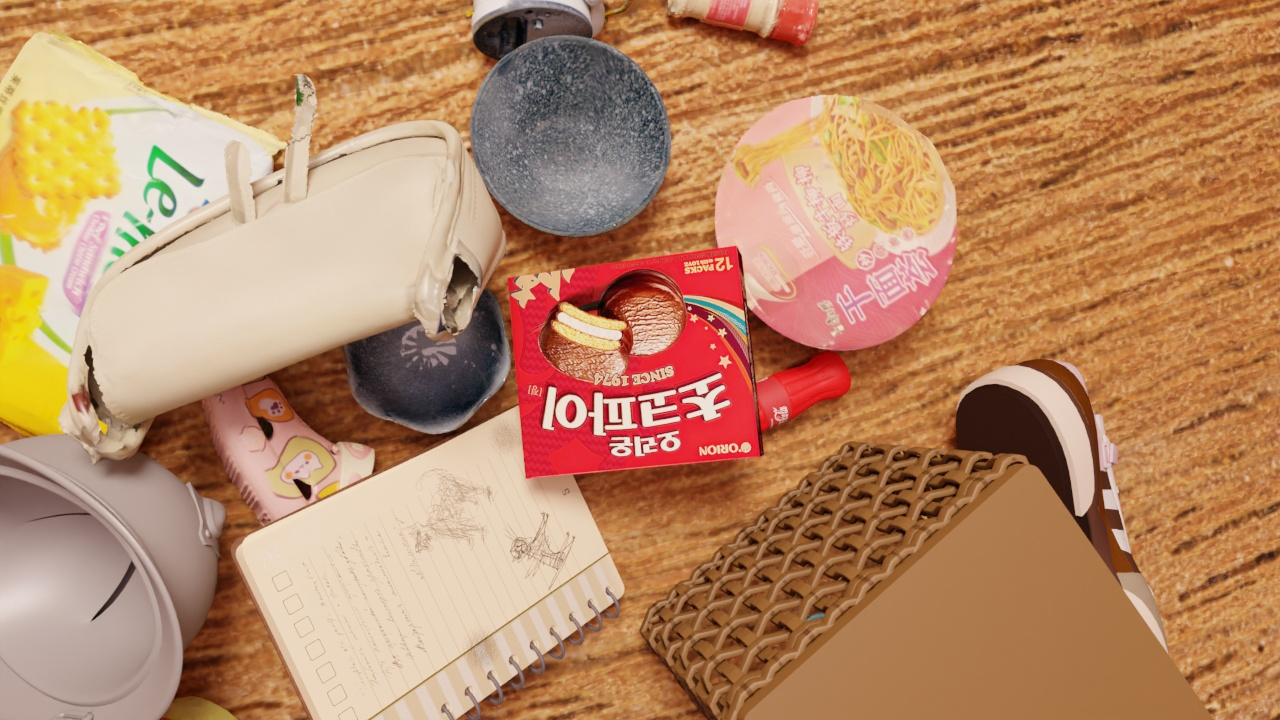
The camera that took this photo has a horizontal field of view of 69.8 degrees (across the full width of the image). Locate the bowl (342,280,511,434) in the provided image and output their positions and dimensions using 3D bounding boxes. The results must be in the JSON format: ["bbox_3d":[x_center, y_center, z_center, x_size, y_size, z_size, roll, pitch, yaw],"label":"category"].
[{"bbox_3d":[-0.144,-0.007,0.623,0.110,0.055,0.110,0,89,-11],"label":"bowl"}]

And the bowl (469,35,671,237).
[{"bbox_3d":[-0.051,-0.150,0.644,0.137,0.057,0.137,0,88,-11],"label":"bowl"}]

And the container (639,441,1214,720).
[{"bbox_3d":[0.176,0.217,0.586,0.219,0.214,0.251,-38,95,-12],"label":"container"}]

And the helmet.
[{"bbox_3d":[-0.320,0.110,0.534,0.272,0.117,0.183,-8,106,28],"label":"helmet"}]

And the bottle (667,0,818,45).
[{"bbox_3d":[0.075,-0.265,0.680,0.109,0.044,0.044,9,86,-10],"label":"bottle"}]

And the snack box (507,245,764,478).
[{"bbox_3d":[-0.004,0.004,0.602,0.152,0.036,0.132,-7,85,12],"label":"snack box"}]

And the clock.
[{"bbox_3d":[-0.062,-0.245,0.633,0.117,0.083,0.057,-6,83,-10],"label":"clock"}]

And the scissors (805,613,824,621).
[{"bbox_3d":[0.168,0.232,0.701,0.135,0.015,0.129,-43,97,-15],"label":"scissors"}]

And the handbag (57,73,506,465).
[{"bbox_3d":[-0.196,-0.059,0.504,0.229,0.184,0.132,-22,125,-1],"label":"handbag"}]

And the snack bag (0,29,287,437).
[{"bbox_3d":[-0.350,-0.067,0.577,0.159,0.068,0.247,28,83,-13],"label":"snack bag"}]

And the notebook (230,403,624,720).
[{"bbox_3d":[-0.118,0.140,0.587,0.224,0.024,0.167,-26,94,-40],"label":"notebook"}]

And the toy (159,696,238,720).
[{"bbox_3d":[-0.283,0.297,0.571,0.134,0.092,0.208,-3,97,10],"label":"toy"}]

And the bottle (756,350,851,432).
[{"bbox_3d":[0.096,0.030,0.678,0.119,0.036,0.036,-23,93,-10],"label":"bottle"}]

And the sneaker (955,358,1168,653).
[{"bbox_3d":[0.337,0.132,0.700,0.116,0.112,0.294,-24,93,-31],"label":"sneaker"}]

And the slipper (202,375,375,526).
[{"bbox_3d":[-0.209,0.086,0.599,0.081,0.093,0.197,-32,97,-30],"label":"slipper"}]

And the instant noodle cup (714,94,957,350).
[{"bbox_3d":[0.129,-0.093,0.668,0.178,0.078,0.178,1,87,-11],"label":"instant noodle cup"}]
